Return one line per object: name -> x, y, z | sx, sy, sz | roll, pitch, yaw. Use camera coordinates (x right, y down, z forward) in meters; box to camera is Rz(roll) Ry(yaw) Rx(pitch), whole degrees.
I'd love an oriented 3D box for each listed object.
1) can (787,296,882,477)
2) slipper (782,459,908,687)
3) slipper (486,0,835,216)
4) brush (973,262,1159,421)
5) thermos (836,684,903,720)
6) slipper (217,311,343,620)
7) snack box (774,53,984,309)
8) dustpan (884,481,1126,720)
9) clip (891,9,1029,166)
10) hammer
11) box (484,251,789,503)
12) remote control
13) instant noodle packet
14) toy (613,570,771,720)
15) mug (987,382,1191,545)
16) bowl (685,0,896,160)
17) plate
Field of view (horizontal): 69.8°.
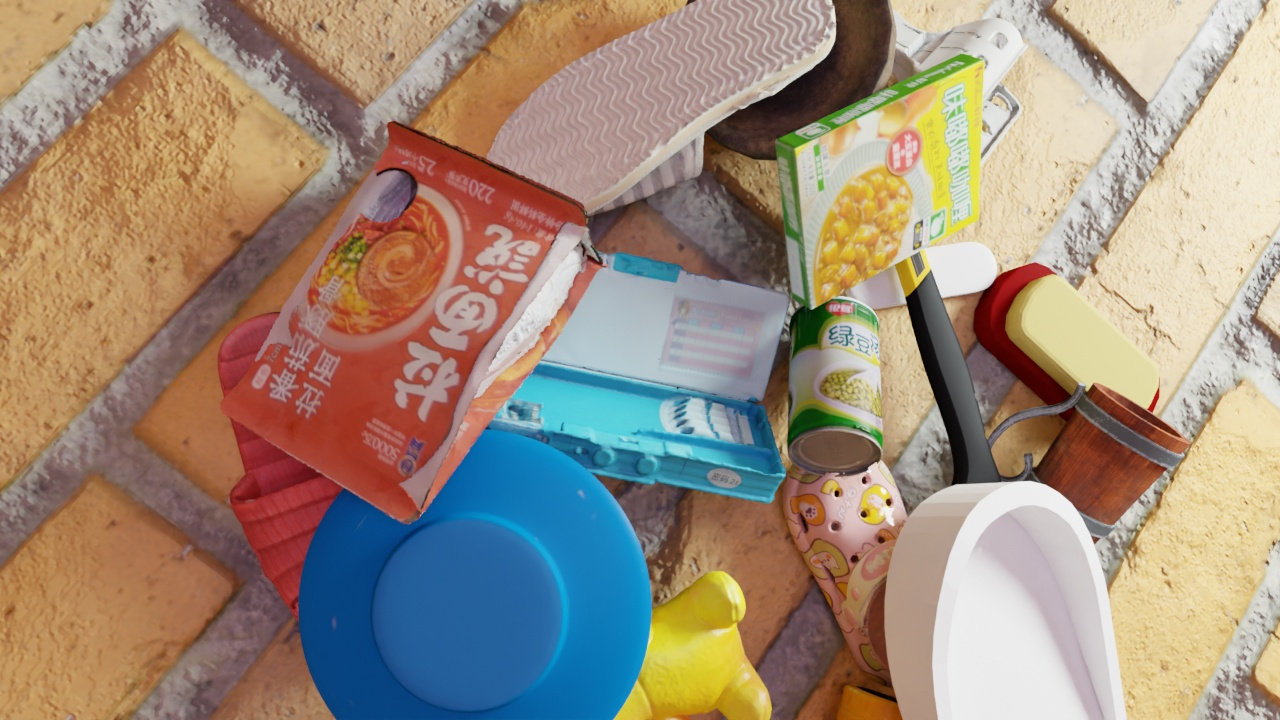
can -> 0.142, 0.018, 0.675 | 0.067, 0.067, 0.120 | 16, 54, -11
slipper -> 0.182, 0.153, 0.685 | 0.093, 0.082, 0.197 | -24, 91, -16
slipper -> 0.013, -0.185, 0.661 | 0.273, 0.054, 0.114 | -31, 77, 11
brush -> 0.361, -0.006, 0.763 | 0.173, 0.042, 0.082 | 41, 77, -6
thermos -> 0.153, 0.357, 0.651 | 0.091, 0.076, 0.232 | 12, 78, 29
slipper -> -0.217, 0.082, 0.612 | 0.103, 0.059, 0.248 | -22, 88, -15
snack box -> 0.176, -0.127, 0.661 | 0.167, 0.027, 0.132 | -28, 130, -17
dustpan -> 0.269, 0.214, 0.644 | 0.191, 0.053, 0.257 | -19, 90, -29
clip -> 0.248, -0.238, 0.731 | 0.151, 0.106, 0.126 | 47, 51, -3
hammer -> 0.221, -0.056, 0.727 | 0.127, 0.029, 0.323 | -13, 81, -15
box -> -0.010, 0.012, 0.662 | 0.227, 0.087, 0.168 | 12, 64, -12
remote control -> 0.231, -0.070, 0.755 | 0.136, 0.013, 0.043 | -10, 86, -14
instant noodle packet -> -0.148, -0.024, 0.595 | 0.164, 0.084, 0.220 | 27, 75, 17
toy -> -0.015, 0.214, 0.627 | 0.193, 0.087, 0.134 | -23, 102, -6
mug -> 0.340, 0.075, 0.719 | 0.117, 0.081, 0.111 | 36, 110, 17
bowl -> 0.111, -0.228, 0.689 | 0.162, 0.070, 0.162 | 0, 89, 21
plate -> -0.105, 0.155, 0.570 | 0.224, 0.024, 0.224 | 0, 88, 2
